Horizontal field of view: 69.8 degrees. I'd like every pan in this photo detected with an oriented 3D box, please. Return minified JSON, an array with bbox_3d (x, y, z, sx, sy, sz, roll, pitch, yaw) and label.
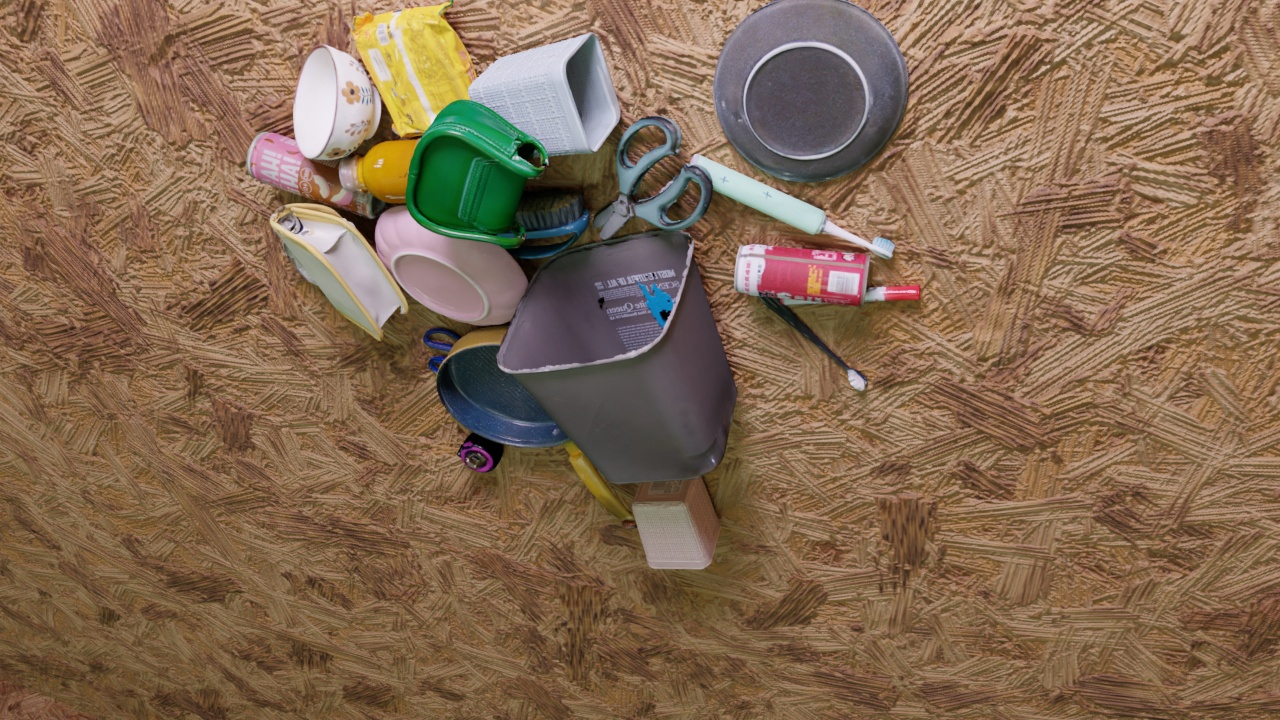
[{"bbox_3d":[-0.108,0.096,1.178,0.198,0.078,0.357,-23,128,32],"label":"pan"}]

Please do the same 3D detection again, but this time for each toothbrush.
[{"bbox_3d":[0.151,-0.150,0.918,0.224,0.027,0.026,24,169,-2],"label":"toothbrush"},{"bbox_3d":[0.188,-0.026,1.019,0.181,0.018,0.016,40,133,-14],"label":"toothbrush"}]

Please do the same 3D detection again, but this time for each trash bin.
[{"bbox_3d":[-0.006,0.006,1.005,0.199,0.198,0.220,-8,133,26],"label":"trash bin"}]

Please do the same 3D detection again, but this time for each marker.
[{"bbox_3d":[0.220,-0.069,0.970,0.145,0.017,0.017,-1,128,20],"label":"marker"}]

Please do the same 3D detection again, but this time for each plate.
[{"bbox_3d":[0.152,-0.241,0.842,0.179,0.024,0.180,10,132,11],"label":"plate"},{"bbox_3d":[-0.220,-0.096,1.042,0.192,0.039,0.193,18,151,10],"label":"plate"}]

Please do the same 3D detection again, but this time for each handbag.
[{"bbox_3d":[-0.153,-0.171,0.867,0.120,0.067,0.132,24,136,-3],"label":"handbag"},{"bbox_3d":[-0.366,-0.117,1.079,0.179,0.063,0.163,25,153,34],"label":"handbag"}]

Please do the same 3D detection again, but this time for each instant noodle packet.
[{"bbox_3d":[-0.217,-0.290,0.914,0.111,0.044,0.128,-4,130,16],"label":"instant noodle packet"}]

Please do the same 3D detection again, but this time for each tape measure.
[{"bbox_3d":[-0.221,0.128,1.272,0.057,0.039,0.058,39,130,-15],"label":"tape measure"}]

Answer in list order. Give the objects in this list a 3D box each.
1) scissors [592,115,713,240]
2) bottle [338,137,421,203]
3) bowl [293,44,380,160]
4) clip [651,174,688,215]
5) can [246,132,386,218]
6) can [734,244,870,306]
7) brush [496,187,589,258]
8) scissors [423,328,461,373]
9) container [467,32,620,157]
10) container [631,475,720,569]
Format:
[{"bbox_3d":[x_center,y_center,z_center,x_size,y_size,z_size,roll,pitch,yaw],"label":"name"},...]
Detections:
[{"bbox_3d":[0.008,-0.160,0.941,0.143,0.019,0.181,48,135,6],"label":"scissors"},{"bbox_3d":[-0.218,-0.198,0.958,0.189,0.067,0.068,-1,129,7],"label":"bottle"},{"bbox_3d":[-0.307,-0.260,0.944,0.062,0.113,0.114,1,147,-40],"label":"bowl"},{"bbox_3d":[0.027,-0.168,0.950,0.025,0.032,0.057,41,133,-9],"label":"clip"},{"bbox_3d":[-0.357,-0.206,1.023,0.147,0.057,0.058,19,132,3],"label":"can"},{"bbox_3d":[0.166,-0.088,0.946,0.133,0.053,0.053,7,131,14],"label":"can"},{"bbox_3d":[-0.121,-0.146,0.995,0.144,0.055,0.073,-2,128,20],"label":"brush"},{"bbox_3d":[-0.198,0.005,1.180,0.172,0.012,0.133,30,130,-8],"label":"scissors"},{"bbox_3d":[-0.093,-0.249,0.879,0.112,0.089,0.090,-2,128,25],"label":"container"},{"bbox_3d":[0.046,0.205,1.215,0.090,0.090,0.111,-4,125,22],"label":"container"}]
